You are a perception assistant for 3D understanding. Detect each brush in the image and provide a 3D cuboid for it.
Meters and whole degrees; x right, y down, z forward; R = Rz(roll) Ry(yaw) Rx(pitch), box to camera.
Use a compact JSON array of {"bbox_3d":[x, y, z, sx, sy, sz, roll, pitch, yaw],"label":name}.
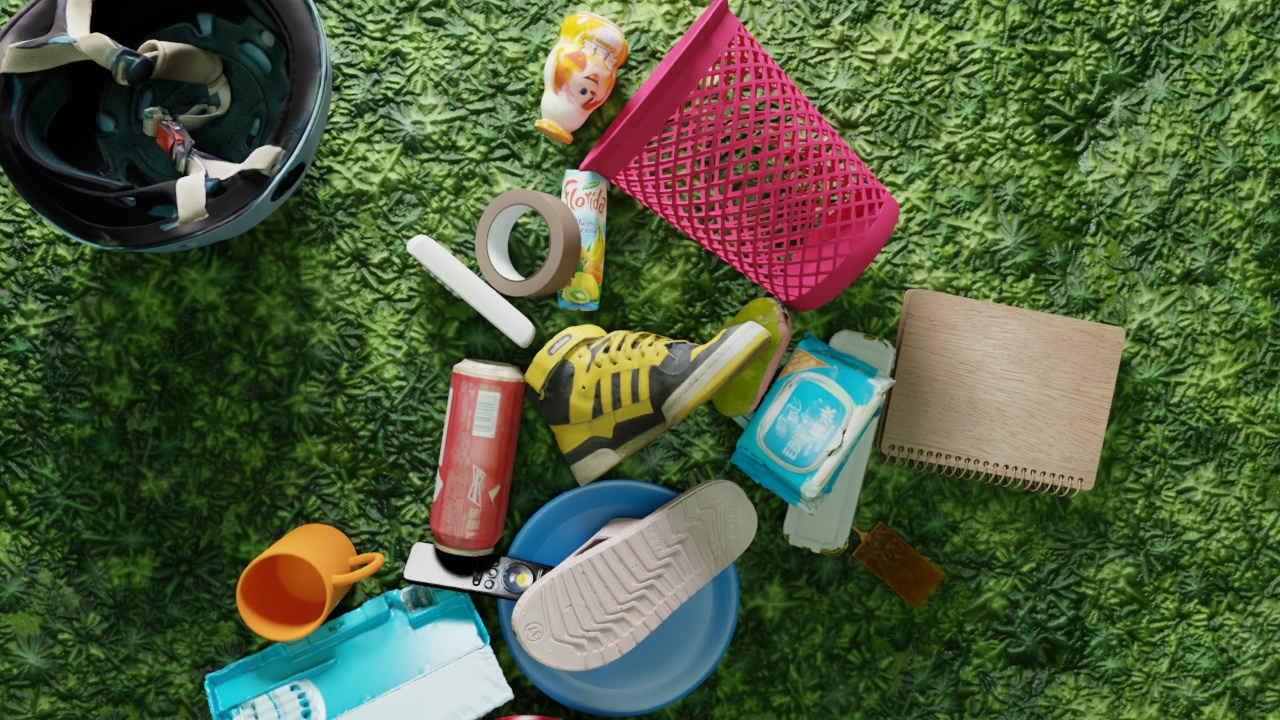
[{"bbox_3d":[0.231,0.183,0.876,0.126,0.017,0.048,40,91,-5],"label":"brush"}]

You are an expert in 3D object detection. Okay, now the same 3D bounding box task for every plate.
[{"bbox_3d":[-0.020,0.221,0.861,0.224,0.024,0.224,0,94,-3],"label":"plate"}]

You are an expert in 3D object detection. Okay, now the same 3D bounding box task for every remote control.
[{"bbox_3d":[-0.149,-0.061,0.817,0.138,0.060,0.025,40,87,-5],"label":"remote control"},{"bbox_3d":[-0.135,0.195,0.825,0.152,0.041,0.020,10,137,-1],"label":"remote control"}]

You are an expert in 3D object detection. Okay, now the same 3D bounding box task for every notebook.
[{"bbox_3d":[0.340,0.033,0.871,0.210,0.022,0.169,10,92,-4],"label":"notebook"}]

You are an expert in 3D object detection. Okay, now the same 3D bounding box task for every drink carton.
[{"bbox_3d":[-0.052,-0.110,0.830,0.044,0.038,0.129,3,94,-4],"label":"drink carton"}]

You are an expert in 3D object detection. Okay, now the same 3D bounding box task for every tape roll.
[{"bbox_3d":[-0.100,-0.103,0.810,0.094,0.030,0.093,1,93,28],"label":"tape roll"}]

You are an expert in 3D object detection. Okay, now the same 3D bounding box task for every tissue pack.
[{"bbox_3d":[0.151,0.057,0.813,0.093,0.061,0.144,32,95,17],"label":"tissue pack"}]

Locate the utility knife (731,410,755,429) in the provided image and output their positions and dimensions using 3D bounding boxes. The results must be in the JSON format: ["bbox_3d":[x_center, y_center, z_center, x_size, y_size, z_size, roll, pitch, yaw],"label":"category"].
[{"bbox_3d":[0.091,0.047,0.862,0.120,0.015,0.022,41,98,-2],"label":"utility knife"}]

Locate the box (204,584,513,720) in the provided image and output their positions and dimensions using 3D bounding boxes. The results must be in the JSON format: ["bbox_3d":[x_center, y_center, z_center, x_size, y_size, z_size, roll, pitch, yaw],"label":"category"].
[{"bbox_3d":[-0.228,0.291,0.766,0.226,0.039,0.182,-22,52,-19],"label":"box"}]

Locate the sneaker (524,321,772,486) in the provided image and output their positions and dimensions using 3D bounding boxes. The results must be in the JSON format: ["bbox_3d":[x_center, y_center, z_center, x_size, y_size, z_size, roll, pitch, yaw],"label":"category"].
[{"bbox_3d":[-0.005,0.005,0.779,0.239,0.085,0.122,-39,86,34],"label":"sneaker"}]

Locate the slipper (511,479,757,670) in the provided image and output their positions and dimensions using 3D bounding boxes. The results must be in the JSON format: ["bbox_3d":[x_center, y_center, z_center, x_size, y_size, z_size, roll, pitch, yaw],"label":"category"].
[{"bbox_3d":[-0.004,0.187,0.817,0.239,0.064,0.094,-30,97,-18],"label":"slipper"}]

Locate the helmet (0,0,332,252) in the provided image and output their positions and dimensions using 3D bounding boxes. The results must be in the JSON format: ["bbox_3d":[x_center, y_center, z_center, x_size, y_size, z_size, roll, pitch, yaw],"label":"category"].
[{"bbox_3d":[-0.366,-0.211,0.740,0.265,0.167,0.225,-42,97,2],"label":"helmet"}]

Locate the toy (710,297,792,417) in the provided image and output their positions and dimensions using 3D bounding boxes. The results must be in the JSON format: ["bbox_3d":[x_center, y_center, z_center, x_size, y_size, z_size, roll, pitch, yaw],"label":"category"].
[{"bbox_3d":[0.095,-0.006,0.810,0.051,0.089,0.110,15,133,-16],"label":"toy"}]

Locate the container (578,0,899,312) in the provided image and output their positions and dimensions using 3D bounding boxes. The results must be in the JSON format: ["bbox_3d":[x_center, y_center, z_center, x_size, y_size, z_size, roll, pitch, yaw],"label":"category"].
[{"bbox_3d":[0.094,-0.160,0.777,0.225,0.183,0.183,39,91,-13],"label":"container"}]

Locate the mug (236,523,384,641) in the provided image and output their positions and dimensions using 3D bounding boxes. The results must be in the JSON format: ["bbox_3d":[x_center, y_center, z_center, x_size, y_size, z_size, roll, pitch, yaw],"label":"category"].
[{"bbox_3d":[-0.282,0.189,0.809,0.112,0.096,0.077,-14,94,-2],"label":"mug"}]

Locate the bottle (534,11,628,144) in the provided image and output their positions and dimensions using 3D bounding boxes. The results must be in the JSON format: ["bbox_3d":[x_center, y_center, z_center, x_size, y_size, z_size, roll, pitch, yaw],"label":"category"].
[{"bbox_3d":[-0.056,-0.247,0.808,0.063,0.063,0.109,24,92,-5],"label":"bottle"}]

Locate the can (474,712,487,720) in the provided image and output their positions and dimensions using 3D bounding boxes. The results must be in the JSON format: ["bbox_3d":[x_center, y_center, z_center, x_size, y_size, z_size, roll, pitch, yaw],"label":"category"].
[{"bbox_3d":[-0.191,0.295,0.837,0.105,0.064,0.064,3,94,-3],"label":"can"}]

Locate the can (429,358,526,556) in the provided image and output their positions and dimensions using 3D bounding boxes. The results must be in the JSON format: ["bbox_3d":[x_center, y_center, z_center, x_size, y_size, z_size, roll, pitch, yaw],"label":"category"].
[{"bbox_3d":[-0.146,0.086,0.824,0.067,0.067,0.170,9,93,-4],"label":"can"}]

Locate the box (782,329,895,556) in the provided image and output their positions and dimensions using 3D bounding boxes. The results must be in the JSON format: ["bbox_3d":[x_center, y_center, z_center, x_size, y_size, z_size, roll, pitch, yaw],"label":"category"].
[{"bbox_3d":[0.185,0.076,0.857,0.066,0.044,0.210,14,91,15],"label":"box"}]

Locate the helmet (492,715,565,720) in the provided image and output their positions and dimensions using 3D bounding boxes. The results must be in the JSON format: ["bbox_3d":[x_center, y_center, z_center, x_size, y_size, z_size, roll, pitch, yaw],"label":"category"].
[{"bbox_3d":[-0.107,0.423,0.783,0.271,0.197,0.225,-13,103,-3],"label":"helmet"}]
